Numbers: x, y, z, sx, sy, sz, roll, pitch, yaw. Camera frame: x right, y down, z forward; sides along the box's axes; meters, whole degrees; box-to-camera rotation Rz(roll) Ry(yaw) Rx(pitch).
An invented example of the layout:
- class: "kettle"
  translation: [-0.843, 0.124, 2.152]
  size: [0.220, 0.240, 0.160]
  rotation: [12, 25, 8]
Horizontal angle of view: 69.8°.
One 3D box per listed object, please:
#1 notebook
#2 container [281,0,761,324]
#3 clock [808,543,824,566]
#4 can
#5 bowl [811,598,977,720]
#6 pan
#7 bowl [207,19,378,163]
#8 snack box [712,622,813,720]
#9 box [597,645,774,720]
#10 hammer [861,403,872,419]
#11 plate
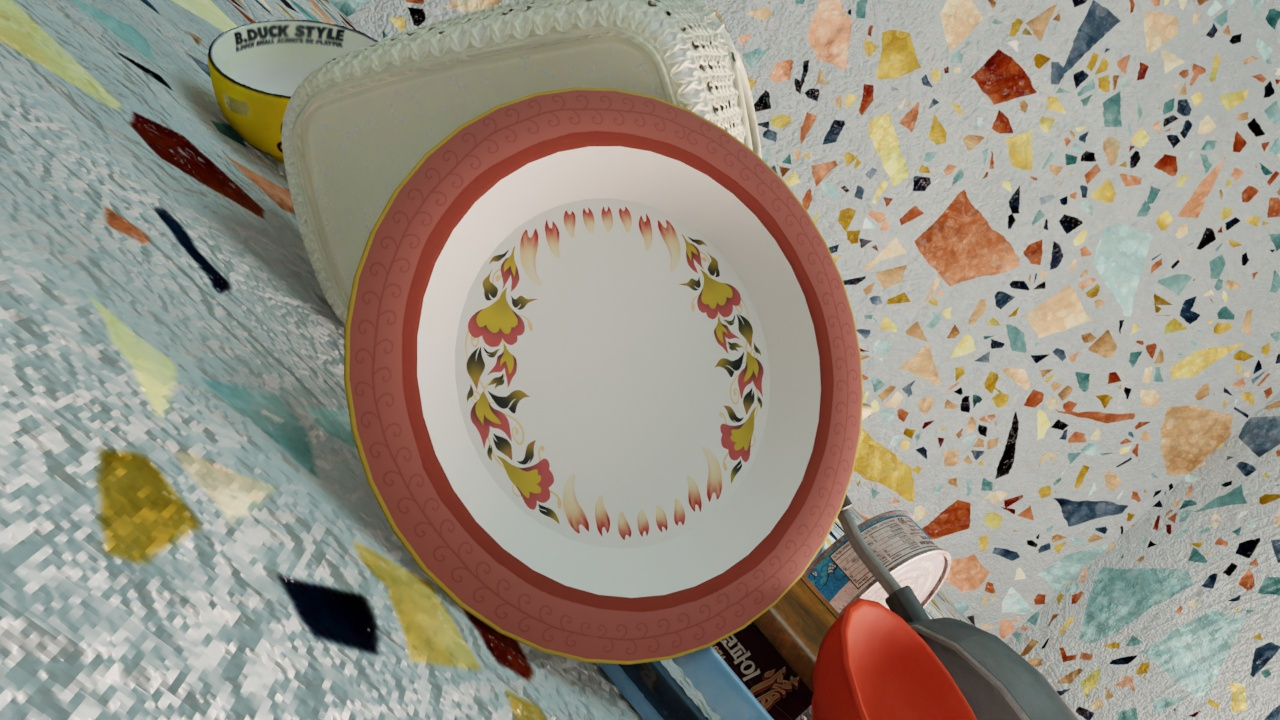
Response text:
- class: "notebook"
  translation: [0.059, 0.110, 0.564]
  size: [0.249, 0.014, 0.178]
  rotation: [47, 7, 24]
- class: "container"
  translation: [-0.060, -0.097, 0.484]
  size: [0.142, 0.246, 0.185]
  rotation: [-68, 147, -73]
- class: "clock"
  translation: [0.111, 0.115, 0.738]
  size: [0.161, 0.075, 0.121]
  rotation: [34, 48, -50]
- class: "can"
  translation: [0.178, 0.179, 0.717]
  size: [0.044, 0.130, 0.130]
  rotation: [49, 8, 38]
- class: "bowl"
  translation: [0.111, 0.166, 0.396]
  size: [0.122, 0.035, 0.121]
  rotation: [41, 26, -25]
- class: "pan"
  translation: [0.176, 0.165, 0.591]
  size: [0.357, 0.041, 0.179]
  rotation: [61, -20, 23]
- class: "bowl"
  translation: [-0.221, -0.171, 0.611]
  size: [0.117, 0.068, 0.117]
  rotation: [8, 40, -7]
- class: "snack box"
  translation: [0.031, 0.124, 0.540]
  size: [0.132, 0.036, 0.152]
  rotation: [44, 6, -12]
- class: "box"
  translation: [0.037, 0.168, 0.383]
  size: [0.209, 0.049, 0.066]
  rotation: [49, -12, 16]
- class: "hammer"
  translation: [0.066, 0.025, 0.700]
  size: [0.330, 0.120, 0.030]
  rotation: [6, 67, -40]
- class: "plate"
  translation: [-0.004, 0.003, 0.374]
  size: [0.230, 0.229, 0.021]
  rotation: [43, -24, -16]
